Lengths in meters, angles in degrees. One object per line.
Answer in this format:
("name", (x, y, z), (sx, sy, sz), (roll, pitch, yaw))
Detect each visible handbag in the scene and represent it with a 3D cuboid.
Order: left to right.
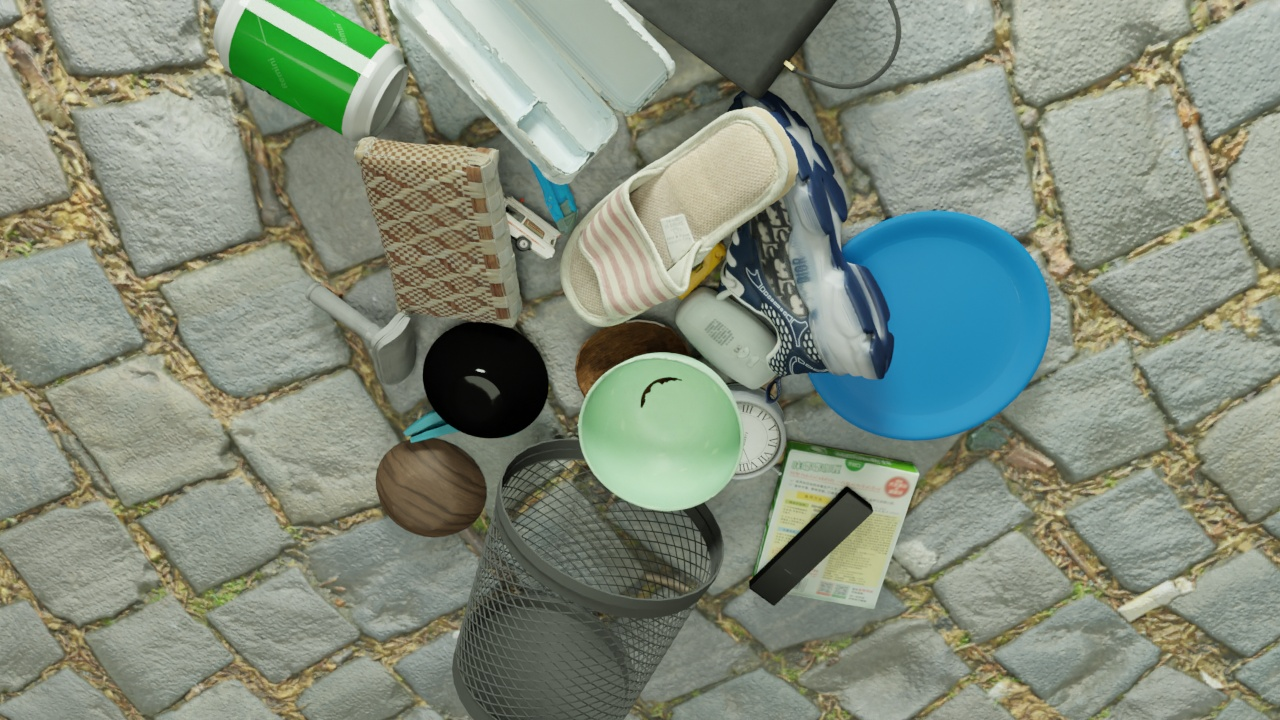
("handbag", (-0.175, -0.113, 0.815), (0.124, 0.046, 0.186), (8, 135, 11))
("handbag", (0.116, -0.289, 0.703), (0.196, 0.072, 0.176), (42, 110, 6))

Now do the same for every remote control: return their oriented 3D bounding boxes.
("remote control", (0.085, -0.022, 0.870), (0.114, 0.028, 0.060), (37, 112, -13))
("remote control", (0.171, 0.189, 0.929), (0.034, 0.013, 0.150), (37, 110, -9))

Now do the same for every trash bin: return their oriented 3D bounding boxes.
("trash bin", (-0.063, 0.233, 0.894), (0.218, 0.217, 0.228), (20, 117, -4))

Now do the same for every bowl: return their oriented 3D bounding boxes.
("bowl", (-0.224, 0.141, 0.961), (0.119, 0.032, 0.119), (2, 113, 4))
("bowl", (-0.152, 0.030, 0.872), (0.124, 0.052, 0.124), (1, 112, 3))
("bowl", (-0.005, 0.005, 0.890), (0.114, 0.026, 0.102), (-14, 111, 10))
("bowl", (0.023, 0.056, 0.847), (0.151, 0.076, 0.151), (4, 110, 10))

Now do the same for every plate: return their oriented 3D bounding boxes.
("plate", (0.262, -0.031, 0.854), (0.224, 0.024, 0.225), (2, 112, 4))

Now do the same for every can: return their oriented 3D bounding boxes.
("can", (-0.274, -0.252, 0.770), (0.140, 0.087, 0.088), (29, 112, -8))

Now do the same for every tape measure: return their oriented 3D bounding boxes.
("tape measure", (0.040, -0.099, 0.841), (0.059, 0.030, 0.068), (41, 109, -14))

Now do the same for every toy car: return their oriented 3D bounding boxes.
("toy car", (-0.122, -0.134, 0.837), (0.113, 0.039, 0.039), (37, 89, -10))

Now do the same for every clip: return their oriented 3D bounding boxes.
("clip", (-0.165, 0.056, 0.926), (0.120, 0.033, 0.122), (29, 112, -12))

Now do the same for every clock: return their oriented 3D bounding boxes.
("clock", (0.085, 0.069, 0.905), (0.122, 0.035, 0.095), (11, 113, -1))

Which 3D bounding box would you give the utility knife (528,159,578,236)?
("utility knife", (-0.104, -0.214, 0.806), (0.015, 0.031, 0.220), (-4, 116, 52))

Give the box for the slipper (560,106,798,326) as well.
("slipper", (0.018, -0.111, 0.776), (0.264, 0.052, 0.115), (-35, 84, 38))

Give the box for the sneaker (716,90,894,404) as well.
("sneaker", (0.115, -0.095, 0.798), (0.133, 0.103, 0.269), (-19, 97, 30))

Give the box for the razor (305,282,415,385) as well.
("razor", (-0.272, -0.036, 0.879), (0.116, 0.047, 0.088), (34, 153, 9))

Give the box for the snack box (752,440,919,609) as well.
("snack box", (0.197, 0.171, 0.943), (0.132, 0.027, 0.168), (11, 113, 0))

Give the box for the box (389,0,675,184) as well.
("box", (-0.092, -0.256, 0.735), (0.210, 0.104, 0.129), (42, 151, -10))
